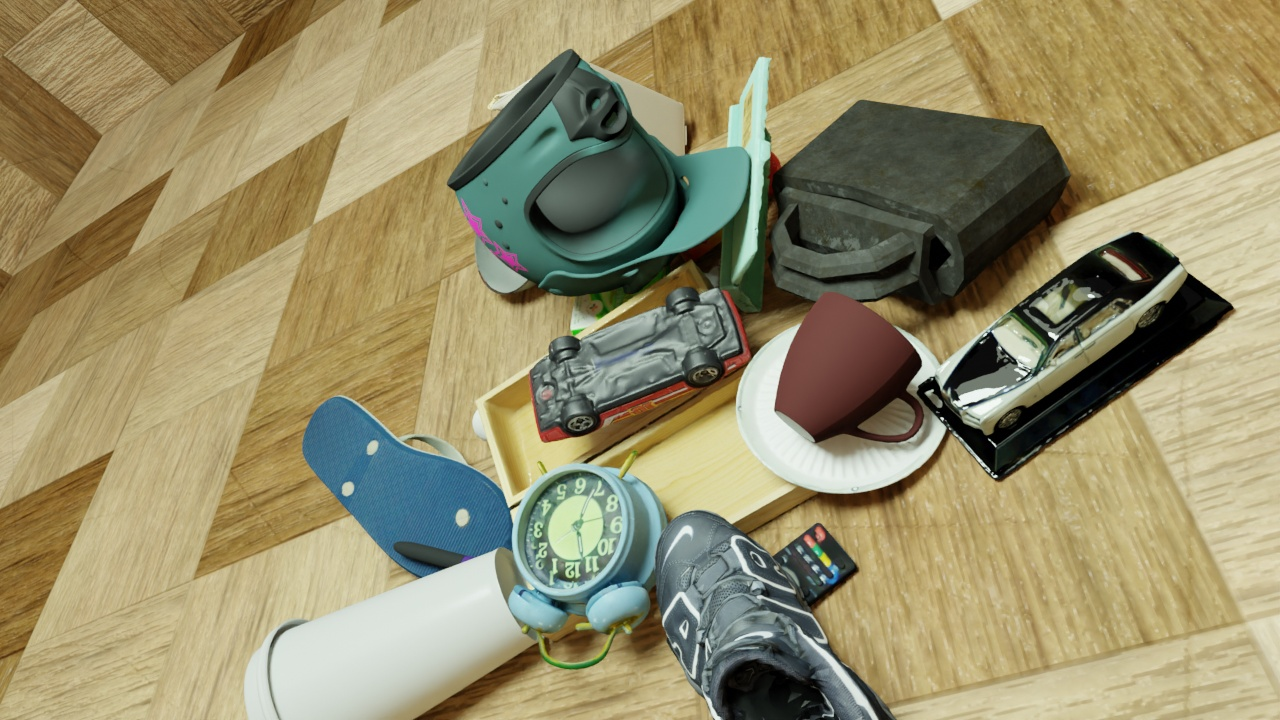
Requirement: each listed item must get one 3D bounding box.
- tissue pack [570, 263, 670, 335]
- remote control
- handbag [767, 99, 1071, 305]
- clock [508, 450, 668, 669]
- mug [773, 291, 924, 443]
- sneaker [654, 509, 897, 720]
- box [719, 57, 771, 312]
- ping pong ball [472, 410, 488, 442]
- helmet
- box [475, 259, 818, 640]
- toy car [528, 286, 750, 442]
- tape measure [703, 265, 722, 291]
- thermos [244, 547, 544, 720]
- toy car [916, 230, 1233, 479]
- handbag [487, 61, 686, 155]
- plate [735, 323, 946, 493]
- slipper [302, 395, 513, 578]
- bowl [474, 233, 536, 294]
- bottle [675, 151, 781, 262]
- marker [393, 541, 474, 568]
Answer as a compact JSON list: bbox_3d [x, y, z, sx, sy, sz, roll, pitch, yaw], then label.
[{"bbox_3d":[-0.020,-0.066,0.923,0.100,0.034,0.113,-8,51,15],"label":"tissue pack"},{"bbox_3d":[0.086,0.173,0.648,0.140,0.021,0.045,-38,49,0],"label":"remote control"},{"bbox_3d":[0.197,-0.109,0.741,0.199,0.102,0.197,-37,37,-18],"label":"handbag"},{"bbox_3d":[-0.042,0.151,0.697,0.118,0.060,0.161,-12,63,24],"label":"clock"},{"bbox_3d":[0.147,0.021,0.650,0.088,0.114,0.087,-50,0,-5],"label":"mug"},{"bbox_3d":[0.064,0.172,0.547,0.097,0.151,0.252,-41,49,-2],"label":"sneaker"},{"bbox_3d":[0.095,-0.150,0.808,0.052,0.139,0.186,0,71,13],"label":"box"},{"bbox_3d":[-0.149,0.062,0.923,0.040,0.040,0.040,-22,44,23],"label":"ping pong ball"},{"bbox_3d":[-0.040,-0.153,0.826,0.176,0.200,0.275,-58,22,-20],"label":"helmet"},{"bbox_3d":[-0.009,0.070,0.785,0.247,0.068,0.253,-33,46,13],"label":"box"},{"bbox_3d":[-0.005,0.004,0.756,0.189,0.056,0.081,-23,55,12],"label":"toy car"},{"bbox_3d":[0.055,-0.055,0.875,0.062,0.020,0.060,-19,45,27],"label":"tape measure"},{"bbox_3d":[-0.194,0.239,0.750,0.222,0.131,0.131,-27,41,6],"label":"thermos"},{"bbox_3d":[0.281,-0.019,0.612,0.192,0.071,0.094,-37,48,7],"label":"toy car"},{"bbox_3d":[-0.079,-0.256,1.040,0.198,0.194,0.101,-4,84,39],"label":"handbag"},{"bbox_3d":[0.151,0.032,0.691,0.157,0.014,0.156,-8,54,10],"label":"plate"},{"bbox_3d":[-0.227,0.128,0.904,0.295,0.060,0.118,28,87,31],"label":"slipper"},{"bbox_3d":[-0.126,-0.146,1.057,0.151,0.056,0.150,-12,74,44],"label":"bowl"},{"bbox_3d":[0.084,-0.158,0.921,0.134,0.048,0.071,-38,39,6],"label":"bottle"},{"bbox_3d":[-0.168,0.180,0.819,0.134,0.018,0.015,7,21,27],"label":"marker"}]
